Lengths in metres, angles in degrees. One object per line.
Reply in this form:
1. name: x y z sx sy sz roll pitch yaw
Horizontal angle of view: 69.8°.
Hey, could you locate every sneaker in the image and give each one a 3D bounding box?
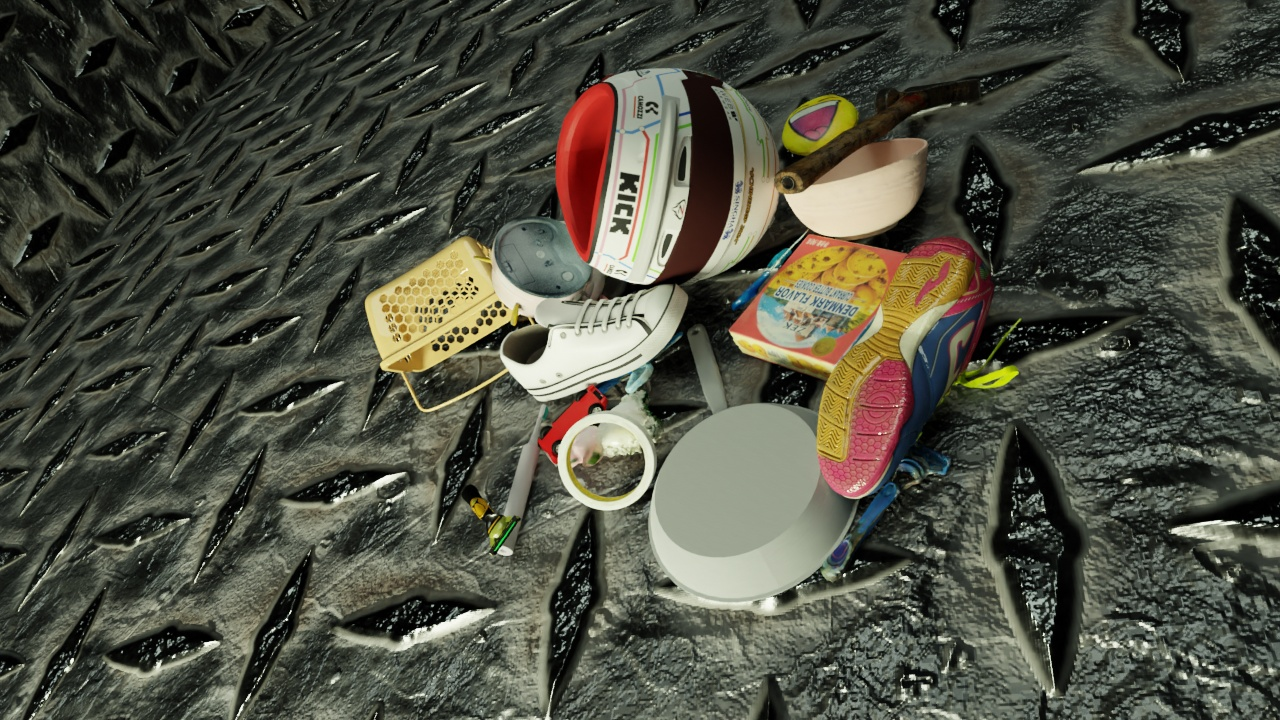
1. sneaker: -0.062 -0.037 0.995 0.246 0.097 0.091 -20 37 40
2. sneaker: 0.234 0.016 0.766 0.116 0.091 0.241 15 71 49

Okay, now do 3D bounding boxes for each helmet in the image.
1. helmet: 0.039 -0.199 1.010 0.235 0.231 0.314 5 22 -17

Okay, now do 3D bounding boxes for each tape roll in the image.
1. tape roll: -0.032 0.096 0.881 0.094 0.094 0.019 -28 1 11

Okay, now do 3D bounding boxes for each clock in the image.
1. clock: -0.105 -0.112 1.086 0.157 0.059 0.116 -21 69 -31

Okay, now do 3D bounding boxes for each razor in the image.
1. razor: 0.192 0.121 0.736 0.140 0.018 0.044 -47 39 -13
2. razor: -0.162 0.157 0.951 0.044 0.021 0.144 -55 26 -6

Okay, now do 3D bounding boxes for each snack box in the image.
1. snack box: 0.184 -0.052 0.904 0.144 0.040 0.143 -49 40 -16

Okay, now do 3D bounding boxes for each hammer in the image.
1. hammer: 0.242 -0.238 0.956 0.120 0.033 0.329 2 28 41

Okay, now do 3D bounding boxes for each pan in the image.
1. pan: 0.080 0.065 0.867 0.201 0.051 0.356 -27 41 12

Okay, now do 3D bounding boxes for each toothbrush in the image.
1. toothbrush: -0.123 0.121 0.978 0.018 0.019 0.187 -31 34 39

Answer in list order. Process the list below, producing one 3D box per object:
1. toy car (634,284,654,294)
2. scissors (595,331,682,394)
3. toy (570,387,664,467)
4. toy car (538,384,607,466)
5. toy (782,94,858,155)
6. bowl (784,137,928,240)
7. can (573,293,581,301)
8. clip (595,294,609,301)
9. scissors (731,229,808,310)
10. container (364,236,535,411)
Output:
1. toy car: 0.013 -0.070 1.057 0.042 0.036 0.091 -26 39 13
2. scissors: -0.005 0.006 0.985 0.125 0.013 0.130 -37 19 16
3. toy: -0.030 0.077 0.931 0.109 0.041 0.095 -26 23 3
4. toy car: -0.072 0.069 0.982 0.089 0.025 0.038 -45 38 -2
5. toy: 0.218 -0.285 1.117 0.096 0.041 0.094 -17 47 22
6. bowl: 0.226 -0.171 0.950 0.153 0.076 0.152 -16 19 6
7. can: -0.079 -0.117 1.163 0.101 0.053 0.053 -49 39 -16
8. clip: -0.039 -0.055 1.098 0.060 0.023 0.045 13 58 39
9. scissors: 0.134 -0.090 0.958 0.119 0.014 0.129 -47 0 3
10. container: -0.230 -0.041 1.157 0.183 0.129 0.167 -30 80 8
